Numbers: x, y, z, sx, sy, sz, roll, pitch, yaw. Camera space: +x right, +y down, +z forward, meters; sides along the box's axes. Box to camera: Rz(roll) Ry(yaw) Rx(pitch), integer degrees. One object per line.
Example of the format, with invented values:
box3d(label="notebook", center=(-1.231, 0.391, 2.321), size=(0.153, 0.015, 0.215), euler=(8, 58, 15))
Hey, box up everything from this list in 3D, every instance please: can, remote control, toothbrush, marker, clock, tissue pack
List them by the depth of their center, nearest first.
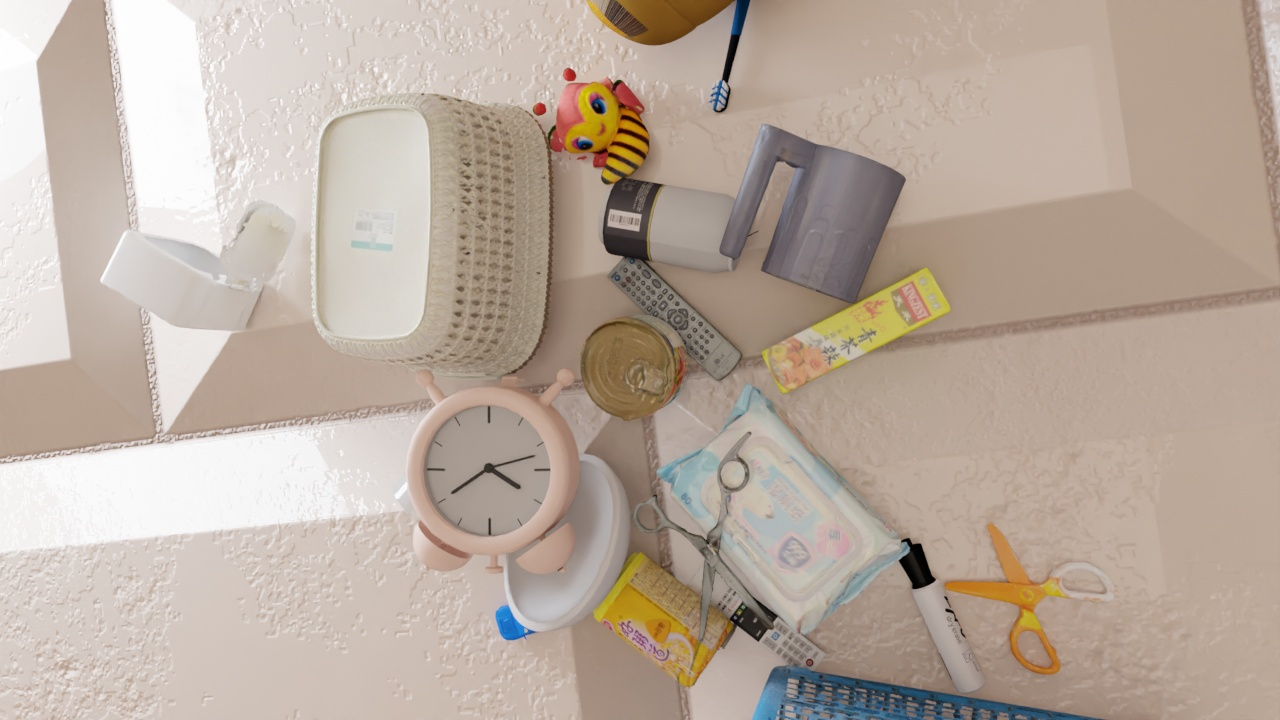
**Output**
box3d(label="marker", center=(0.237, 0.202, 0.732), size=(0.025, 0.025, 0.126), euler=(-25, 85, 13))
box3d(label="clock", center=(-0.115, 0.089, 0.739), size=(0.131, 0.086, 0.160), euler=(-1, 81, 8))
box3d(label="tissue pack", center=(0.110, 0.119, 0.739), size=(0.112, 0.070, 0.182), euler=(-45, 80, 11))
box3d(label="can", center=(0.033, -0.110, 0.757), size=(0.127, 0.064, 0.064), euler=(12, 93, 13))
box3d(label="can", center=(0.019, 0.215, 0.763), size=(0.105, 0.067, 0.068), euler=(35, 98, 10))
box3d(label="toothbrush", center=(0.084, -0.292, 0.769), size=(0.014, 0.014, 0.168), euler=(15, 95, 24))
box3d(label="can", center=(-0.005, 0.005, 0.771), size=(0.086, 0.043, 0.086), euler=(3, 99, 22))
box3d(label="remote control", center=(0.097, 0.217, 0.772), size=(0.124, 0.011, 0.028), euler=(36, 99, 11))
box3d(label="remote control", center=(0.029, -0.038, 0.785), size=(0.136, 0.013, 0.033), euler=(44, 100, 9))

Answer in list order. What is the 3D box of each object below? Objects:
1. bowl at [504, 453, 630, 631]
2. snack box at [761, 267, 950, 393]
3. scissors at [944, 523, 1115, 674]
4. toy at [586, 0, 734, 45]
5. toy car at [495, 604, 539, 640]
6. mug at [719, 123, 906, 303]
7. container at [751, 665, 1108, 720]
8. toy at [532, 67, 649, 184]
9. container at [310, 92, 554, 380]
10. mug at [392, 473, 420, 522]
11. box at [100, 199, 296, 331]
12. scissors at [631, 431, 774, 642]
box3d(label="bowl", center=(-0.053, 0.155, 0.767), size=(0.150, 0.043, 0.149), euler=(-31, 45, 37))
box3d(label="snack box", center=(0.172, -0.023, 0.742), size=(0.148, 0.029, 0.040), euler=(-28, 84, 12))
box3d(label="scissors", center=(0.310, 0.182, 0.720), size=(0.128, 0.011, 0.125), euler=(-27, 86, 11))
box3d(label="toy", center=(0.042, -0.340, 0.715), size=(0.198, 0.162, 0.204), euler=(37, 108, -18))
box3d(label="toy car", center=(-0.092, 0.225, 0.793), size=(0.092, 0.061, 0.033), euler=(-19, 86, 13))
box3d(label="mug", center=(0.131, -0.112, 0.714), size=(0.124, 0.084, 0.104), euler=(17, 98, -18))
box3d(label="container", center=(0.231, 0.293, 0.620), size=(0.362, 0.257, 0.089), euler=(5, 85, 13))
box3d(label="toy", center=(-0.036, -0.200, 0.784), size=(0.084, 0.046, 0.103), euler=(-45, 84, 4))
box3d(label="container", center=(-0.177, -0.105, 0.769), size=(0.185, 0.142, 0.246), euler=(1, 91, 27))
box3d(label="mug", center=(-0.147, 0.111, 0.810), size=(0.107, 0.071, 0.089), euler=(41, 91, -18))
box3d(label="box", center=(-0.388, -0.101, 0.839), size=(0.126, 0.108, 0.137), euler=(28, 98, 10))
box3d(label="scissors", center=(0.059, 0.135, 0.712), size=(0.142, 0.014, 0.174), euler=(28, 105, 24))
